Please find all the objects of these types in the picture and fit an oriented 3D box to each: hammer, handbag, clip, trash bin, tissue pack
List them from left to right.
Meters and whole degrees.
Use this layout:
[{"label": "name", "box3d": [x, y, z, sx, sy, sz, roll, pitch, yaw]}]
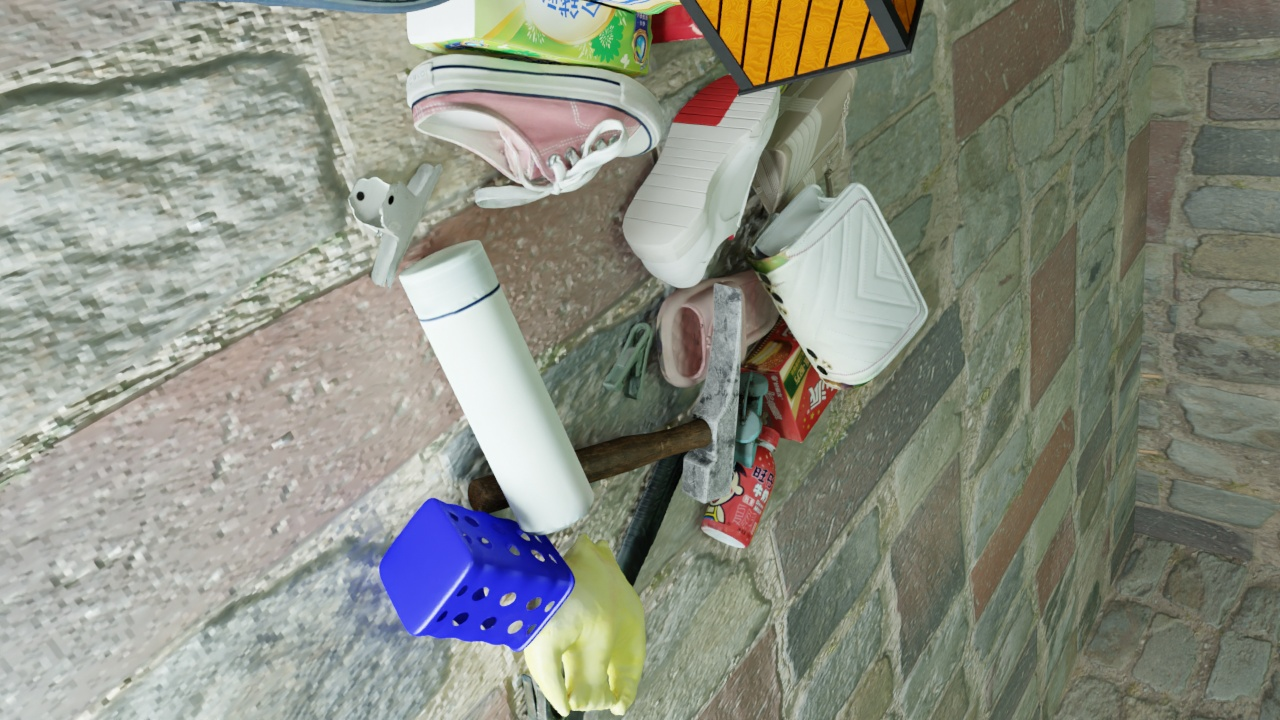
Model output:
[{"label": "clip", "box3d": [-0.173, -0.106, 0.653, 0.054, 0.044, 0.101, 41, 66, -61]}, {"label": "tissue pack", "box3d": [-0.053, -0.272, 0.673, 0.197, 0.142, 0.120, -18, 112, -47]}, {"label": "hammer", "box3d": [-0.021, 0.053, 0.836, 0.299, 0.037, 0.218, -12, 112, -39]}, {"label": "hammer", "box3d": [-0.022, 0.227, 0.919, 0.130, 0.032, 0.318, 43, 65, -46]}, {"label": "clip", "box3d": [-0.007, -0.002, 0.890, 0.061, 0.023, 0.075, 28, 79, -51]}, {"label": "trash bin", "box3d": [0.104, -0.312, 0.643, 0.172, 0.140, 0.139, 42, 58, -41]}, {"label": "handbag", "box3d": [0.193, -0.213, 1.070, 0.175, 0.062, 0.198, -50, 142, -30]}, {"label": "handbag", "box3d": [0.211, -0.080, 1.006, 0.141, 0.096, 0.198, -44, 119, -16]}]

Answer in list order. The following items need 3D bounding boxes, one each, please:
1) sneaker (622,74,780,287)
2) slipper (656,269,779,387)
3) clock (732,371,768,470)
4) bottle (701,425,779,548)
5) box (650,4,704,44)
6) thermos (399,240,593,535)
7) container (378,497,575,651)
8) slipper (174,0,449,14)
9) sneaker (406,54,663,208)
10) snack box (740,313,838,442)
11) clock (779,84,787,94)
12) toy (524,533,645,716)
[{"label": "sneaker", "box3d": [0.074, -0.173, 0.902, 0.236, 0.090, 0.104, -62, 147, -22]}, {"label": "slipper", "box3d": [0.089, -0.037, 0.972, 0.220, 0.056, 0.107, -26, 120, -45]}, {"label": "clock", "box3d": [0.109, 0.063, 0.990, 0.124, 0.053, 0.089, 84, 16, -51]}, {"label": "bottle", "box3d": [0.121, 0.141, 1.048, 0.062, 0.062, 0.137, 44, 64, -46]}, {"label": "box", "box3d": [0.045, -0.357, 0.787, 0.126, 0.137, 0.157, -26, 118, -38]}, {"label": "thermos", "box3d": [-0.107, 0.023, 0.705, 0.067, 0.068, 0.230, -39, 116, -39]}, {"label": "container", "box3d": [-0.129, 0.168, 0.718, 0.084, 0.085, 0.113, -53, 139, 8]}, {"label": "slipper", "box3d": [-0.213, -0.254, 0.543, 0.263, 0.082, 0.101, -15, 110, -27]}, {"label": "sneaker", "box3d": [-0.068, -0.172, 0.714, 0.240, 0.119, 0.088, -6, 83, -45]}, {"label": "snack box", "box3d": [0.214, -0.021, 1.122, 0.235, 0.060, 0.113, -48, 131, -32]}, {"label": "clock", "box3d": [0.134, -0.328, 0.955, 0.119, 0.057, 0.083, 46, 63, -45]}, {"label": "toy", "box3d": [-0.044, 0.234, 0.816, 0.170, 0.065, 0.154, 31, 50, -53]}]
